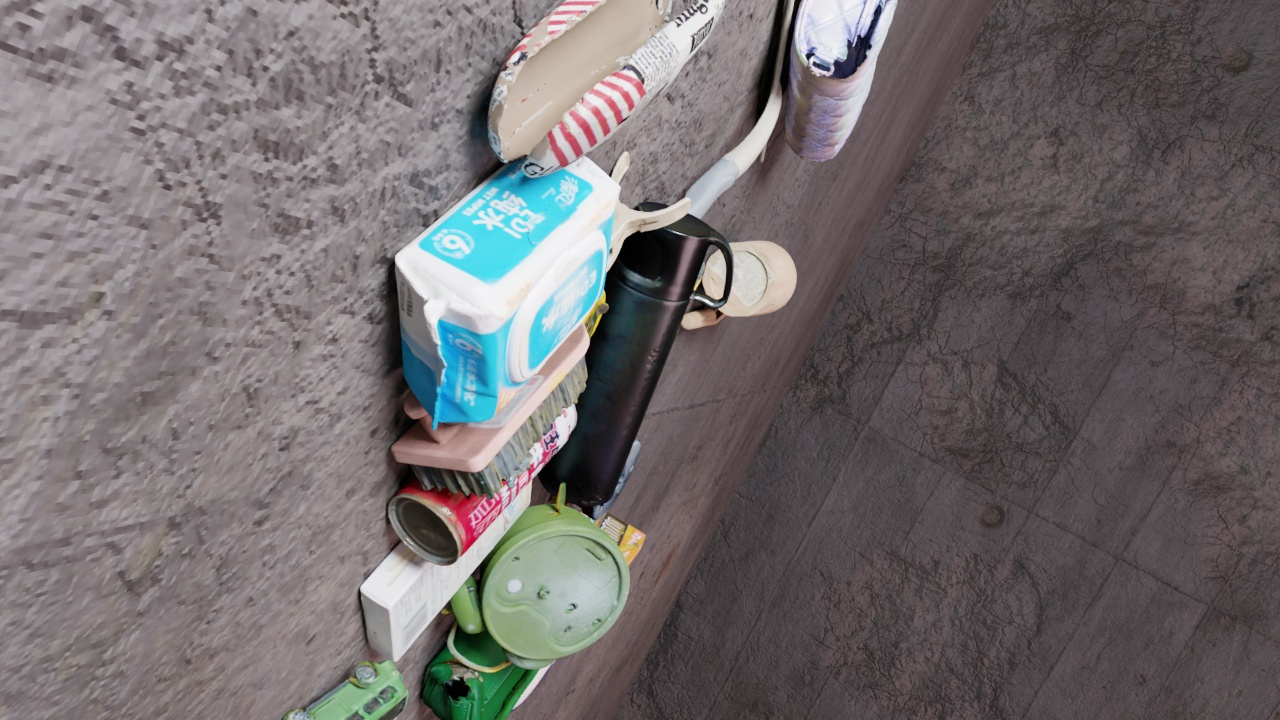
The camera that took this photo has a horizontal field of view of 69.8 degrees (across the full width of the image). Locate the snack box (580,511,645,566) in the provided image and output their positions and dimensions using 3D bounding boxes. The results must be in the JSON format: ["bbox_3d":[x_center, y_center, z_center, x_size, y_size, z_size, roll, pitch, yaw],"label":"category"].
[{"bbox_3d":[-0.062,0.216,0.958,0.153,0.075,0.026,-45,159,-50],"label":"snack box"}]

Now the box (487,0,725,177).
[{"bbox_3d":[-0.006,-0.138,0.451,0.163,0.077,0.075,-54,170,-40],"label":"box"}]

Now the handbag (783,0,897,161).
[{"bbox_3d":[0.174,-0.271,0.811,0.194,0.075,0.134,43,66,-79],"label":"handbag"}]

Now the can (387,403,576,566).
[{"bbox_3d":[-0.095,0.065,0.578,0.132,0.053,0.053,-48,161,-44],"label":"can"}]

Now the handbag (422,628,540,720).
[{"bbox_3d":[-0.130,0.255,0.803,0.131,0.068,0.120,-51,162,-38],"label":"handbag"}]

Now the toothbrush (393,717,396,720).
[{"bbox_3d":[-0.222,0.286,0.633,0.189,0.029,0.020,-19,95,-73],"label":"toothbrush"}]

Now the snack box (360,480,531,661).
[{"bbox_3d":[-0.128,0.124,0.632,0.156,0.027,0.085,-51,163,-38],"label":"snack box"}]

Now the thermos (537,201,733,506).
[{"bbox_3d":[-0.004,0.004,0.713,0.068,0.090,0.243,-63,176,-64],"label":"thermos"}]

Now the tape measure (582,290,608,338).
[{"bbox_3d":[-0.044,-0.028,0.632,0.057,0.029,0.060,-60,167,-8],"label":"tape measure"}]

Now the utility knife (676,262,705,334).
[{"bbox_3d":[0.024,-0.021,0.941,0.178,0.019,0.031,-60,161,15],"label":"utility knife"}]

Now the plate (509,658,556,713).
[{"bbox_3d":[-0.109,0.296,1.022,0.192,0.039,0.193,-56,166,-23],"label":"plate"}]

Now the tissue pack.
[{"bbox_3d":[-0.065,-0.037,0.463,0.139,0.063,0.090,-51,163,-38],"label":"tissue pack"}]

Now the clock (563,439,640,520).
[{"bbox_3d":[-0.036,0.089,0.845,0.121,0.055,0.082,-55,164,-29],"label":"clock"}]

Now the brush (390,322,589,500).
[{"bbox_3d":[-0.077,0.012,0.532,0.145,0.063,0.073,-51,132,-44],"label":"brush"}]

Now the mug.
[{"bbox_3d":[0.104,-0.077,1.002,0.125,0.084,0.103,-38,173,20],"label":"mug"}]

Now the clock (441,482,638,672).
[{"bbox_3d":[-0.083,0.182,0.720,0.161,0.116,0.056,-46,-153,0],"label":"clock"}]

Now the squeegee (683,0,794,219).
[{"bbox_3d":[0.072,-0.168,0.760,0.246,0.039,0.247,-55,165,-23],"label":"squeegee"}]

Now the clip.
[{"bbox_3d":[-0.019,-0.083,0.585,0.097,0.060,0.034,-46,162,-16],"label":"clip"}]

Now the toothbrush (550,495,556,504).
[{"bbox_3d":[-0.043,0.112,0.943,0.016,0.016,0.189,-67,165,20],"label":"toothbrush"}]

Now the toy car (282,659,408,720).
[{"bbox_3d":[-0.189,0.227,0.579,0.091,0.036,0.043,-25,145,-43],"label":"toy car"}]
